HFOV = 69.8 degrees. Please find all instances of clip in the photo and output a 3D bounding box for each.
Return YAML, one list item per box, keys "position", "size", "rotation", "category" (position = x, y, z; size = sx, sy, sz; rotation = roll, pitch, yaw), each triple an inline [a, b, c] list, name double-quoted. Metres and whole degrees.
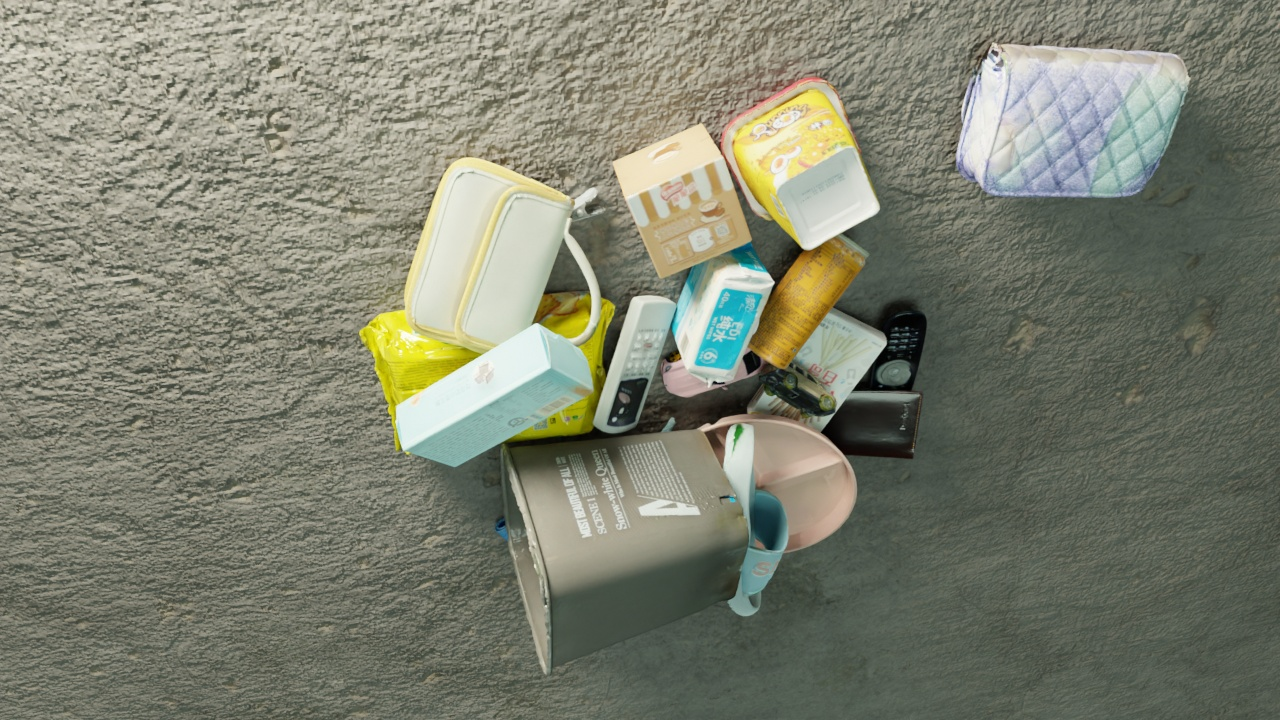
- position: [-0.062, -0.141, 0.862]
  size: [0.057, 0.024, 0.029]
  rotation: [-22, 123, 3]
  category: "clip"

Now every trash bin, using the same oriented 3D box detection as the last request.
- position: [-0.021, 0.183, 0.961]
  size: [0.219, 0.198, 0.199]
  rotation: [-11, 137, -14]
  category: "trash bin"

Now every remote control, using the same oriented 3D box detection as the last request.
- position: [-0.006, 0.006, 0.947]
  size: [0.058, 0.021, 0.150]
  rotation: [-3, 116, -49]
  category: "remote control"
- position: [0.289, -0.006, 1.034]
  size: [0.053, 0.024, 0.137]
  rotation: [-3, 130, -3]
  category: "remote control"

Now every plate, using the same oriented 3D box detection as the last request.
- position: [0.137, 0.147, 1.081]
  size: [0.229, 0.028, 0.230]
  rotation: [4, 129, 5]
  category: "plate"

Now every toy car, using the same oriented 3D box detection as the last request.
- position: [0.172, 0.031, 0.988]
  size: [0.090, 0.035, 0.042]
  rotation: [33, 153, -16]
  category: "toy car"
- position: [0.082, 0.006, 0.993]
  size: [0.122, 0.037, 0.056]
  rotation: [-20, 126, 4]
  category: "toy car"

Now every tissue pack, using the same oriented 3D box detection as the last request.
- position: [0.080, -0.052, 0.916]
  size: [0.063, 0.090, 0.140]
  rotation: [9, 123, -18]
  category: "tissue pack"

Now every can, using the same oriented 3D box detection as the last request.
- position: [0.165, -0.064, 0.929]
  size: [0.058, 0.058, 0.146]
  rotation: [29, 104, -28]
  category: "can"

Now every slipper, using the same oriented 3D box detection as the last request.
- position: [0.128, 0.177, 1.027]
  size: [0.074, 0.103, 0.246]
  rotation: [1, 122, 9]
  category: "slipper"

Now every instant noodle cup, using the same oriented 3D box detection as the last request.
- position: [0.148, -0.171, 0.821]
  size: [0.116, 0.123, 0.116]
  rotation: [-29, 126, 9]
  category: "instant noodle cup"

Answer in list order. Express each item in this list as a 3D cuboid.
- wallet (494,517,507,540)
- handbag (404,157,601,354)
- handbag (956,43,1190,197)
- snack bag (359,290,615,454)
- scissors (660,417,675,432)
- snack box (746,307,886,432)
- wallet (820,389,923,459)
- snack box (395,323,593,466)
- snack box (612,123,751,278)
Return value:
- position: [-0.093, 0.216, 1.105]
  size: [0.106, 0.040, 0.133]
  rotation: [-31, 121, 18]
  category: "wallet"
- position: [-0.112, -0.081, 0.831]
  size: [0.178, 0.063, 0.163]
  rotation: [18, 103, -15]
  category: "handbag"
- position: [0.400, -0.226, 0.866]
  size: [0.193, 0.075, 0.134]
  rotation: [-1, 122, -13]
  category: "handbag"
- position: [-0.145, 0.018, 0.935]
  size: [0.246, 0.068, 0.158]
  rotation: [-7, 127, -8]
  category: "snack bag"
- position: [0.003, 0.104, 1.044]
  size: [0.105, 0.017, 0.136]
  rotation: [24, 129, -6]
  category: "scissors"
- position: [0.193, 0.017, 1.019]
  size: [0.084, 0.026, 0.157]
  rotation: [25, 118, -10]
  category: "snack box"
- position: [0.263, 0.073, 1.072]
  size: [0.122, 0.020, 0.096]
  rotation: [2, 125, 5]
  category: "wallet"
- position: [-0.136, 0.035, 0.847]
  size: [0.175, 0.051, 0.074]
  rotation: [-29, 149, 18]
  category: "snack box"
- position: [0.038, -0.147, 0.845]
  size: [0.093, 0.077, 0.094]
  rotation: [-22, 128, 5]
  category: "snack box"
